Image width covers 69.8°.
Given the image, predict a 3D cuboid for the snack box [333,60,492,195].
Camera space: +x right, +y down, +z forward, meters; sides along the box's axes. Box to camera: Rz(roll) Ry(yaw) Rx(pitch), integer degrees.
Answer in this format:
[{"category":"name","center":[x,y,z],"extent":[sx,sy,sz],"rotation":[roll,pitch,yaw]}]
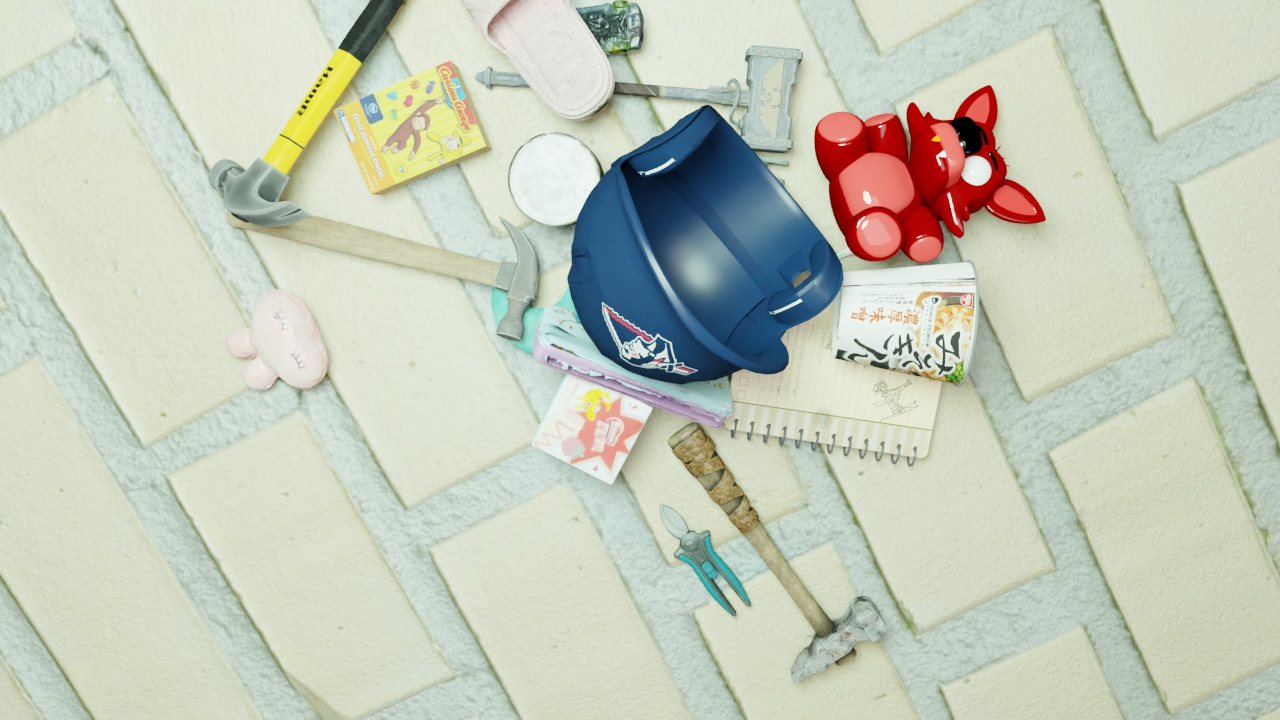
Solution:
[{"category":"snack box","center":[-0.227,-0.232,0.924],"extent":[0.126,0.040,0.088],"rotation":[-22,99,4]}]

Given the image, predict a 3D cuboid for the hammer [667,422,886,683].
[{"category":"hammer","center":[0.135,0.204,0.997],"extent":[0.121,0.049,0.319],"rotation":[-35,96,8]}]

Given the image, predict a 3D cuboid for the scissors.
[{"category":"scissors","center":[0.074,0.216,1.011],"extent":[0.138,0.019,0.136],"rotation":[2,97,1]}]

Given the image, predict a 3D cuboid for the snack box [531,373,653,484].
[{"category":"snack box","center":[-0.049,0.060,0.953],"extent":[0.095,0.079,0.093],"rotation":[28,99,-5]}]

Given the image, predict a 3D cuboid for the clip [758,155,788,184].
[{"category":"clip","center":[0.113,-0.198,0.939],"extent":[0.076,0.023,0.044],"rotation":[11,101,0]}]

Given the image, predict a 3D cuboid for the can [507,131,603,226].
[{"category":"can","center":[-0.082,-0.179,0.916],"extent":[0.090,0.074,0.090],"rotation":[0,99,1]}]

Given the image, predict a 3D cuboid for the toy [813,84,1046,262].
[{"category":"toy","center":[0.277,-0.181,0.895],"extent":[0.197,0.120,0.158],"rotation":[-16,74,-1]}]

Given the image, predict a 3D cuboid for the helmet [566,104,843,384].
[{"category":"helmet","center":[0.041,-0.079,0.836],"extent":[0.223,0.271,0.232],"rotation":[-40,111,16]}]

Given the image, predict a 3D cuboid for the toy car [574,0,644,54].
[{"category":"toy car","center":[-0.047,-0.327,0.912],"extent":[0.105,0.033,0.048],"rotation":[0,97,14]}]

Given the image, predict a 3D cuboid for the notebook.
[{"category":"notebook","center":[0.209,0.017,0.974],"extent":[0.225,0.024,0.167],"rotation":[9,98,-1]}]

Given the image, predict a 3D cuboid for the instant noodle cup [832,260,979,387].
[{"category":"instant noodle cup","center":[0.255,-0.040,0.902],"extent":[0.122,0.123,0.124],"rotation":[4,99,8]}]

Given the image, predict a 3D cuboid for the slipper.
[{"category":"slipper","center":[-0.113,-0.337,0.876],"extent":[0.094,0.064,0.239],"rotation":[-35,85,10]}]

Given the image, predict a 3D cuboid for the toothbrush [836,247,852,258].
[{"category":"toothbrush","center":[0.254,-0.130,0.953],"extent":[0.155,0.015,0.022],"rotation":[-25,133,5]}]

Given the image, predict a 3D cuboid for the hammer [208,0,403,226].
[{"category":"hammer","center":[-0.297,-0.270,0.891],"extent":[0.324,0.170,0.034],"rotation":[-57,139,-2]}]

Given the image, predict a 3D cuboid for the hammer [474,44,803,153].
[{"category":"hammer","center":[-0.005,-0.272,0.920],"extent":[0.322,0.044,0.098],"rotation":[5,99,2]}]

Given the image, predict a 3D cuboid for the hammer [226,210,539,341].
[{"category":"hammer","center":[-0.264,-0.115,0.947],"extent":[0.331,0.031,0.119],"rotation":[13,80,4]}]

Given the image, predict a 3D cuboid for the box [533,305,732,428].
[{"category":"box","center":[-0.005,0.005,0.927],"extent":[0.214,0.076,0.033],"rotation":[21,119,-15]}]

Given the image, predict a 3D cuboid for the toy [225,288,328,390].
[{"category":"toy","center":[-0.381,-0.014,0.960],"extent":[0.105,0.053,0.108],"rotation":[-23,100,19]}]

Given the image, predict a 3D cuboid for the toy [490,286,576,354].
[{"category":"toy","center":[-0.103,-0.049,0.961],"extent":[0.105,0.033,0.085],"rotation":[-8,88,2]}]
